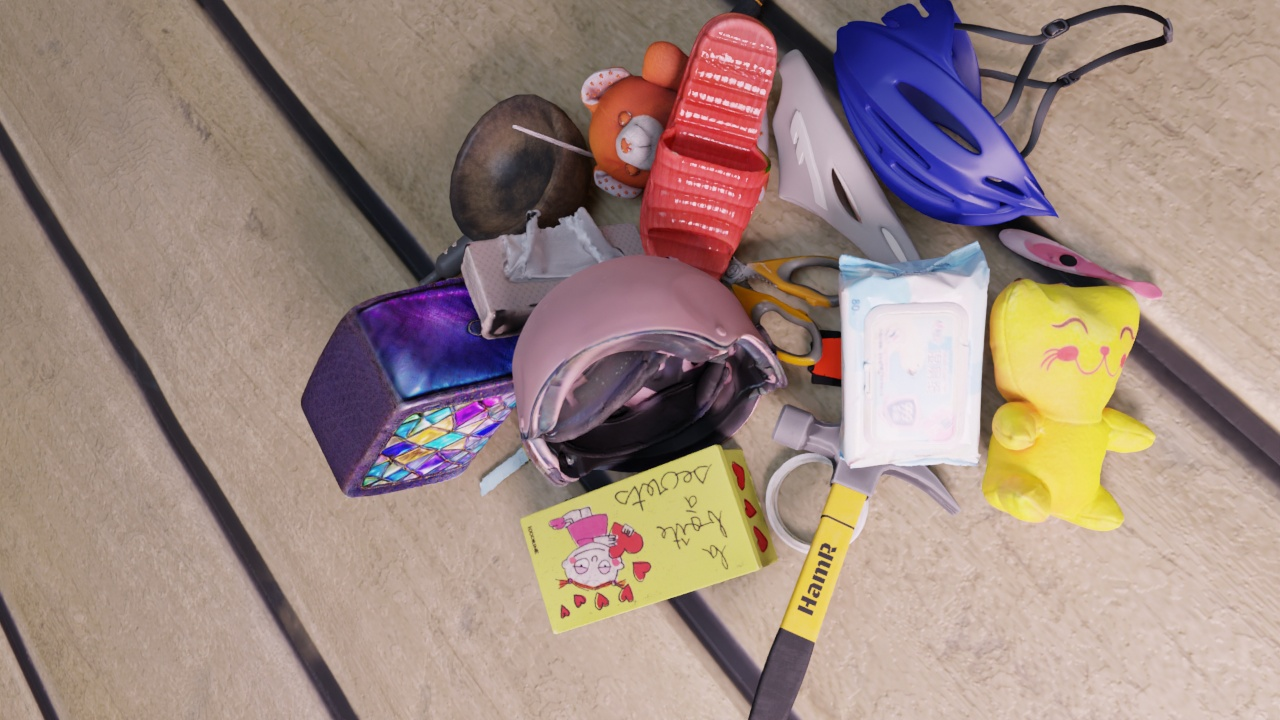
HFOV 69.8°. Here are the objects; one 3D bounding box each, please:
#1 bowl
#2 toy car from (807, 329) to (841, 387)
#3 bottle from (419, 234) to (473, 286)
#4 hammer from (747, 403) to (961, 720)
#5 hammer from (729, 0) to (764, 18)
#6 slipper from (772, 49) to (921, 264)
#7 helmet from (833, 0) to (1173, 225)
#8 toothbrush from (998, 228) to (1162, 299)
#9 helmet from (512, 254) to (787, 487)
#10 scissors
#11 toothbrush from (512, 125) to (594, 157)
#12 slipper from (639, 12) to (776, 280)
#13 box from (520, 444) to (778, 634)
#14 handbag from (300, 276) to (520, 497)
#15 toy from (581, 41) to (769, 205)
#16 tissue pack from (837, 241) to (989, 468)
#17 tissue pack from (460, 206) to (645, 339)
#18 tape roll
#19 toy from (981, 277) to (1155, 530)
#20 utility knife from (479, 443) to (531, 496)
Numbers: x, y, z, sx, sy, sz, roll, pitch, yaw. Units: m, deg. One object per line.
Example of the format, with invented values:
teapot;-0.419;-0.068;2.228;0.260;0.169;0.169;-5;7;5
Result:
bowl;-0.118;-0.187;0.954;0.163;0.070;0.162;-11;71;35
toy car;0.197;0.000;0.815;0.100;0.048;0.051;6;89;26
bottle;-0.205;-0.115;1.027;0.113;0.030;0.030;-35;72;19
hammer;0.145;0.202;0.765;0.170;0.034;0.324;22;73;11
hammer;0.109;-0.351;0.893;0.123;0.036;0.321;44;104;16
slipper;0.169;-0.145;0.811;0.081;0.112;0.265;-31;80;19
helmet;0.281;-0.226;0.734;0.228;0.147;0.241;-38;72;23
toothbrush;0.363;-0.080;0.761;0.135;0.016;0.021;29;98;27
helmet;-0.005;0.005;0.815;0.230;0.255;0.152;-32;57;16
scissors;0.108;-0.085;0.869;0.134;0.016;0.228;-47;55;-2
toothbrush;-0.064;-0.199;0.882;0.010;0.181;0.010;2;89;32
slipper;0.063;-0.175;0.808;0.103;0.059;0.249;9;110;-10
box;0.008;0.170;0.876;0.221;0.081;0.124;-21;77;24
handbag;-0.198;0.025;0.911;0.205;0.221;0.125;-48;66;40
toy;0.033;-0.217;0.862;0.172;0.092;0.164;-4;116;9
tissue pack;0.215;-0.001;0.733;0.112;0.069;0.182;-1;110;10
tissue pack;-0.074;-0.088;0.876;0.071;0.181;0.103;113;140;-55
tape roll;0.161;0.131;0.842;0.093;0.013;0.093;-2;85;26
toy;0.331;0.035;0.729;0.134;0.087;0.194;2;91;-17
utility knife;-0.094;0.079;0.970;0.219;0.019;0.030;-40;62;21
